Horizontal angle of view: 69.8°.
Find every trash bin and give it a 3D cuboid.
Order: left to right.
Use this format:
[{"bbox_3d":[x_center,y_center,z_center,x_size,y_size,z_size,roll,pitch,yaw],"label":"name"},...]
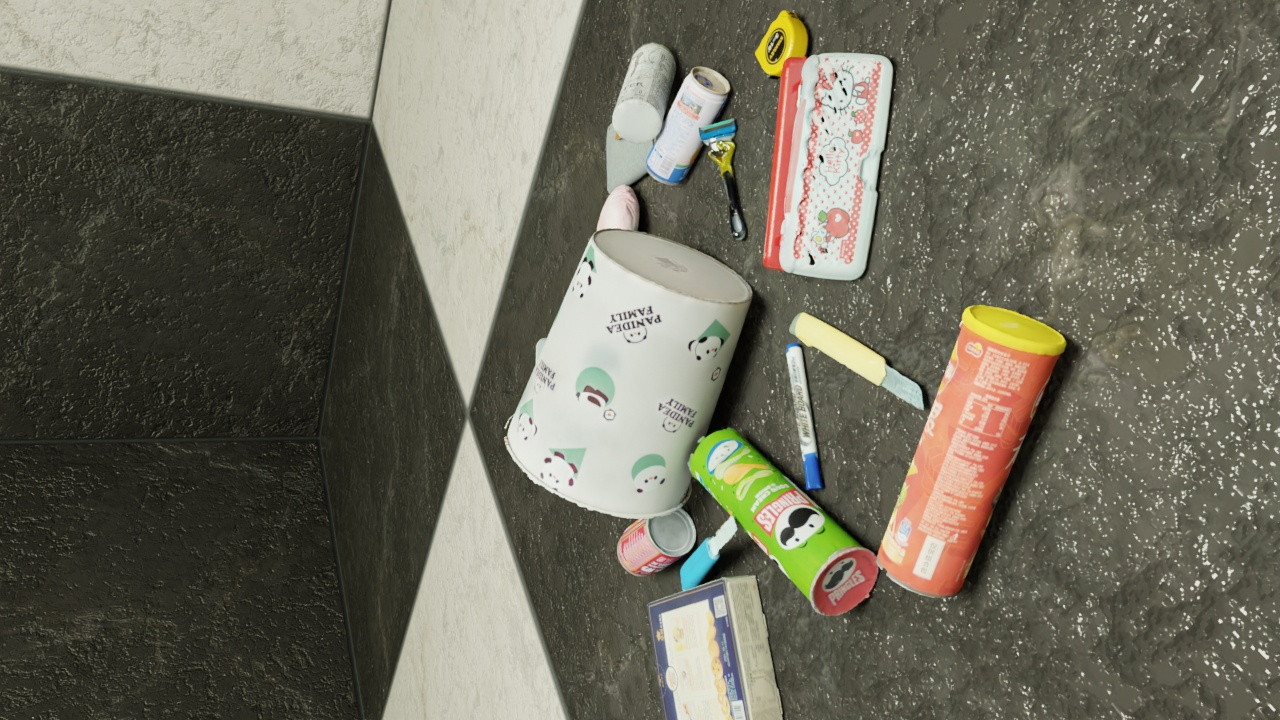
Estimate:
[{"bbox_3d":[-0.006,0.006,1.016,0.229,0.229,0.252,52,127,50],"label":"trash bin"}]

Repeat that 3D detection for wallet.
[{"bbox_3d":[-0.012,-0.291,1.220,0.130,0.037,0.106,-20,72,60],"label":"wallet"}]

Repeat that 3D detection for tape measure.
[{"bbox_3d":[0.147,-0.316,0.929,0.060,0.028,0.057,-58,40,44],"label":"tape measure"}]

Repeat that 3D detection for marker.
[{"bbox_3d":[0.160,0.054,0.900,0.017,0.016,0.145,-30,62,58],"label":"marker"}]

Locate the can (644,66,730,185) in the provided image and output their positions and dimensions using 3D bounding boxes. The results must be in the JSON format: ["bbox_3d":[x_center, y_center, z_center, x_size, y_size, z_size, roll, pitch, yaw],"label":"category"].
[{"bbox_3d":[0.054,-0.273,1.075,0.135,0.053,0.053,-59,40,43],"label":"can"}]

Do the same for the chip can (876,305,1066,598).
[{"bbox_3d":[0.243,0.071,0.686,0.073,0.073,0.217,44,127,54],"label":"chip can"}]

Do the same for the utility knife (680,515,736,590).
[{"bbox_3d":[0.073,0.210,0.989,0.235,0.018,0.034,109,156,-62],"label":"utility knife"}]

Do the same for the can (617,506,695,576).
[{"bbox_3d":[0.017,0.219,1.108,0.094,0.066,0.066,-48,48,51],"label":"can"}]

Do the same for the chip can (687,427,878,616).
[{"bbox_3d":[0.131,0.148,0.894,0.236,0.072,0.072,44,127,55],"label":"chip can"}]

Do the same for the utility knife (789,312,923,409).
[{"bbox_3d":[0.192,-0.004,0.840,0.201,0.021,0.031,-131,44,-61],"label":"utility knife"}]

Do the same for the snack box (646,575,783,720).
[{"bbox_3d":[0.079,0.343,1.009,0.183,0.045,0.177,-39,55,55],"label":"snack box"}]

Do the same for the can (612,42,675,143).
[{"bbox_3d":[0.006,-0.324,1.106,0.058,0.058,0.146,123,165,-45],"label":"can"}]

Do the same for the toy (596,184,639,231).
[{"bbox_3d":[-0.039,-0.155,1.231,0.121,0.054,0.160,-90,18,-56],"label":"toy"}]

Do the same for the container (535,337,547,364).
[{"bbox_3d":[-0.083,0.013,1.290,0.112,0.089,0.090,1,90,58],"label":"container"}]

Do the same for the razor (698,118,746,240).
[{"bbox_3d":[0.099,-0.199,1.024,0.043,0.022,0.142,-14,76,16],"label":"razor"}]

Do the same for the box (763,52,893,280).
[{"bbox_3d":[0.173,-0.180,0.864,0.110,0.100,0.201,-47,-38,-78],"label":"box"}]
